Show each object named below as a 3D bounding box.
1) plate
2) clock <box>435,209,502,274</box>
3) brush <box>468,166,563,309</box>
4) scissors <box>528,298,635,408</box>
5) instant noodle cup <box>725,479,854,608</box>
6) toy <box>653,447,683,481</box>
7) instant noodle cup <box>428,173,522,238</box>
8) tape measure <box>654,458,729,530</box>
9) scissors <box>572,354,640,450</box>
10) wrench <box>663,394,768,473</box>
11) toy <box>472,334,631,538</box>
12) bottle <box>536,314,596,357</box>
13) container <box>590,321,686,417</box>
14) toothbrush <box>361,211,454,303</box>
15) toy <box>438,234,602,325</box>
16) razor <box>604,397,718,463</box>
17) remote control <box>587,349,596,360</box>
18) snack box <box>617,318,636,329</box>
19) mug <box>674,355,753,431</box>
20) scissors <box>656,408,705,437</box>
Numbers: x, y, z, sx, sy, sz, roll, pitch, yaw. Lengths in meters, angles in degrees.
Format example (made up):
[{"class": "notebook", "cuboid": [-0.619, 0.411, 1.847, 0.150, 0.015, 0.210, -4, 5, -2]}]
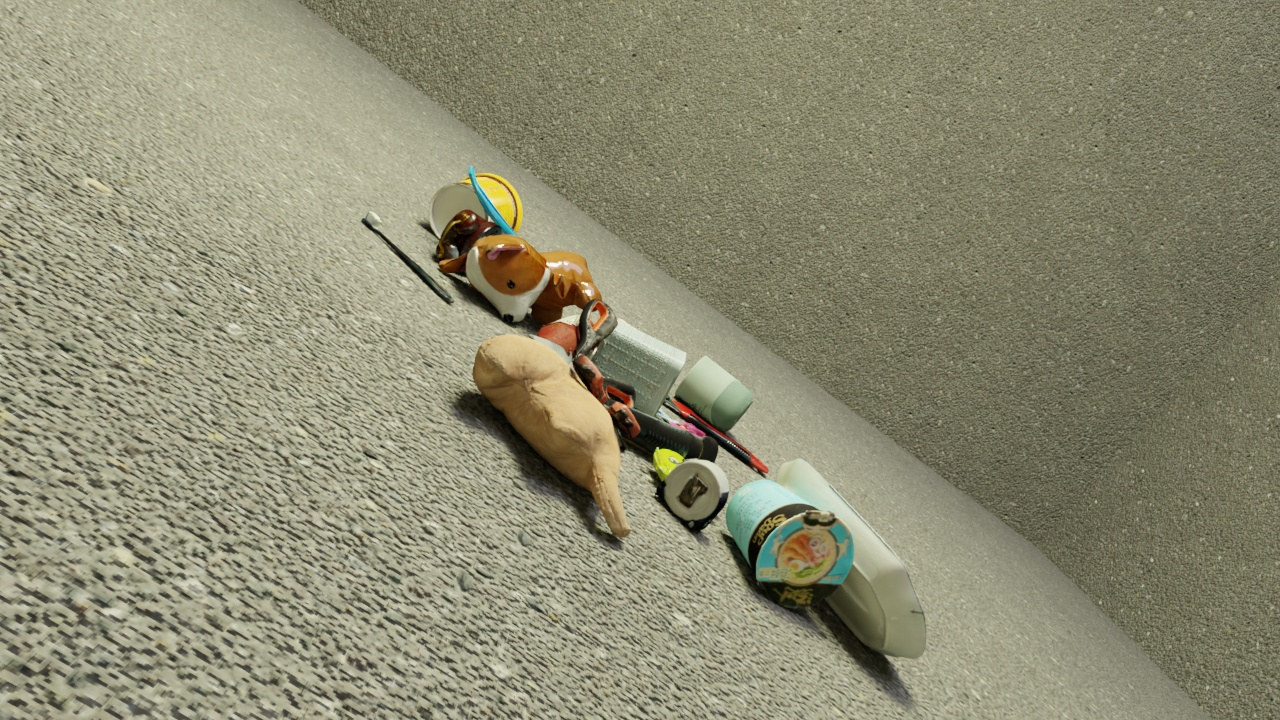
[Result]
[{"class": "plate", "cuboid": [0.218, 0.224, 1.028, 0.265, 0.034, 0.162, 50, -25, 47]}, {"class": "clock", "cuboid": [-0.238, -0.164, 1.255, 0.055, 0.082, 0.121, 35, 9, 11]}, {"class": "brush", "cuboid": [-0.183, -0.172, 1.341, 0.255, 0.046, 0.083, 58, 10, -31]}, {"class": "scissors", "cuboid": [-0.060, 0.004, 1.103, 0.228, 0.022, 0.220, 55, 31, -35]}, {"class": "instant noodle cup", "cuboid": [0.150, 0.185, 0.980, 0.111, 0.111, 0.120, 32, 5, -25]}, {"class": "toy", "cuboid": [0.053, 0.137, 1.044, 0.100, 0.031, 0.096, 44, 12, 11]}, {"class": "instant noodle cup", "cuboid": [-0.253, -0.222, 1.386, 0.118, 0.119, 0.114, 38, 18, 3]}, {"class": "tape measure", "cuboid": [0.058, 0.137, 0.965, 0.066, 0.066, 0.033, 41, 13, 20]}, {"class": "scissors", "cuboid": [-0.025, 0.062, 0.943, 0.205, 0.015, 0.199, 58, -11, -32]}, {"class": "wrench", "cuboid": [0.086, 0.092, 1.399, 0.273, 0.016, 0.056, 36, 11, -4]}, {"class": "toy", "cuboid": [-0.066, 0.065, 0.849, 0.226, 0.082, 0.143, 46, 10, 18]}, {"class": "bottle", "cuboid": [-0.105, -0.015, 1.116, 0.060, 0.060, 0.205, 38, 16, 5]}, {"class": "container", "cuboid": [-0.007, 0.007, 1.236, 0.111, 0.090, 0.090, 29, 11, -1]}, {"class": "toothbrush", "cuboid": [-0.284, -0.126, 1.123, 0.181, 0.018, 0.015, 43, 9, 22]}, {"class": "toy", "cuboid": [-0.156, -0.105, 1.225, 0.199, 0.140, 0.130, 25, 58, -45]}, {"class": "razor", "cuboid": [0.014, 0.090, 1.088, 0.167, 0.062, 0.068, 28, -17, -20]}, {"class": "remote control", "cuboid": [-0.026, 0.018, 1.321, 0.125, 0.024, 0.049, 31, 6, -21]}, {"class": "snack box", "cuboid": [-0.003, -0.019, 1.461, 0.127, 0.044, 0.113, 34, 5, 12]}, {"class": "mug", "cuboid": [0.120, 0.062, 1.496, 0.106, 0.082, 0.112, 39, -21, 9]}, {"class": "scissors", "cuboid": [0.047, 0.088, 1.291, 0.134, 0.017, 0.133, 25, 12, -33]}]
